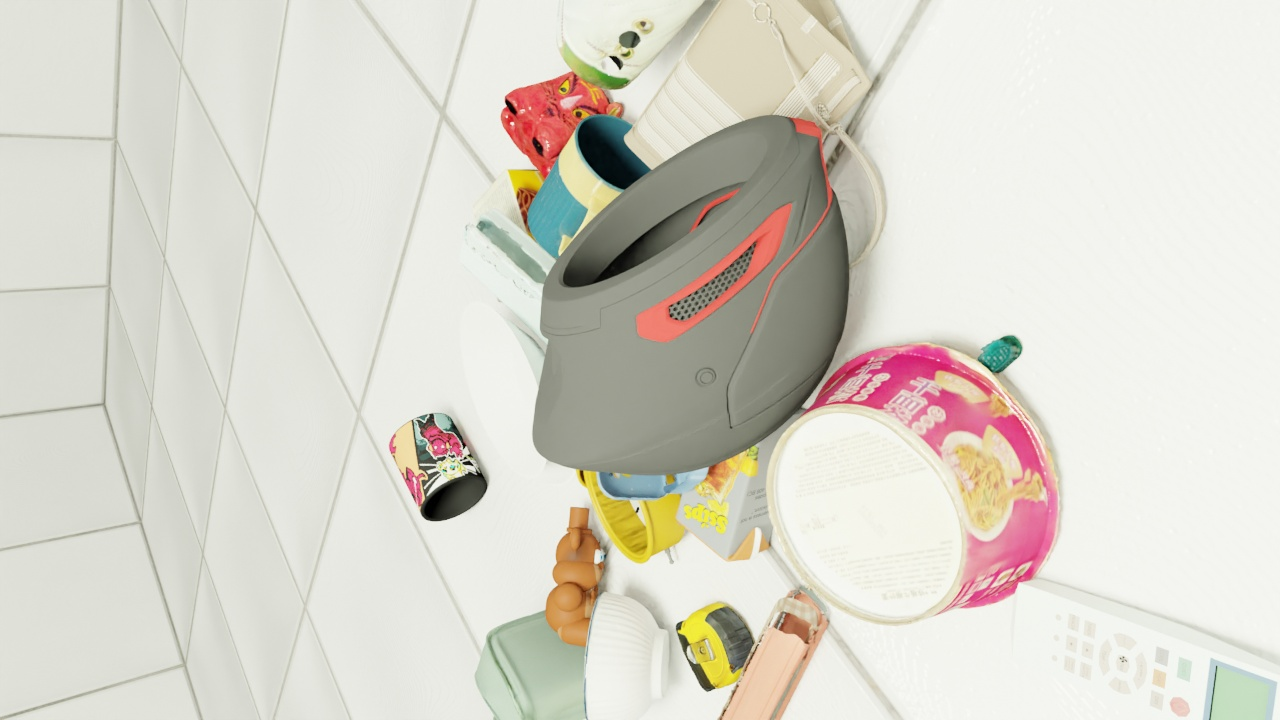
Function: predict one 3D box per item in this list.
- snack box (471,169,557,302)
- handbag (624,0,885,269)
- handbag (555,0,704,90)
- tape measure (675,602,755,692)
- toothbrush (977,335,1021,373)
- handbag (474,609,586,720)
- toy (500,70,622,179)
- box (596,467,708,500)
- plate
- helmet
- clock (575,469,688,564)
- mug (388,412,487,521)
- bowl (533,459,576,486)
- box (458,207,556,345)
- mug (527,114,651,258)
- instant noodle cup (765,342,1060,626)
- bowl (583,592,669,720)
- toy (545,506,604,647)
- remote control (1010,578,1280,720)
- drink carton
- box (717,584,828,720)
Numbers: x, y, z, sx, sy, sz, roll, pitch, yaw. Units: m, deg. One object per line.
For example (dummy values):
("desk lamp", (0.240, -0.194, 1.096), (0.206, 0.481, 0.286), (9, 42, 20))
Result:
("snack box", (-0.109, -0.120, 0.888), (0.084, 0.061, 0.105), (-32, 72, 49))
("handbag", (0.099, -0.148, 0.648), (0.198, 0.062, 0.176), (58, 136, 15))
("handbag", (0.022, -0.299, 0.641), (0.199, 0.096, 0.141), (-33, 45, 52))
("tape measure", (0.062, 0.237, 0.761), (0.064, 0.037, 0.065), (-42, 65, 47))
("toothbrush", (0.178, 0.048, 0.601), (0.016, 0.017, 0.190), (57, 135, 24))
("handbag", (-0.091, 0.308, 0.895), (0.106, 0.121, 0.067), (49, 131, 34))
("toy", (-0.070, -0.216, 0.841), (0.088, 0.094, 0.133), (55, 169, -10))
("box", (0.001, 0.002, 0.727), (0.074, 0.077, 0.208), (132, 136, -55))
("plate", (-0.116, 0.024, 0.870), (0.174, 0.036, 0.174), (37, 137, 44))
("helmet", (0.036, -0.020, 0.606), (0.170, 0.265, 0.164), (52, -174, -28))
("clock", (-0.013, 0.106, 0.806), (0.152, 0.052, 0.114), (56, 152, 26))
("mug", (-0.237, 0.135, 1.087), (0.098, 0.081, 0.118), (54, 161, 30))
("bowl", (-0.109, 0.078, 0.939), (0.110, 0.040, 0.110), (12, 106, 49))
("box", (-0.079, -0.047, 0.815), (0.199, 0.066, 0.083), (42, 165, 4))
("mug", (-0.044, -0.132, 0.775), (0.108, 0.083, 0.113), (-44, 27, 46))
("instant noodle cup", (0.154, 0.086, 0.569), (0.179, 0.077, 0.179), (19, 117, 42))
("bowl", (-0.008, 0.268, 0.816), (0.062, 0.118, 0.118), (1, 100, 9))
("toy", (-0.056, 0.207, 0.888), (0.095, 0.065, 0.127), (72, -157, -82))
("remote control", (0.272, 0.163, 0.500), (0.143, 0.024, 0.049), (13, 107, 51))
("drink carton", (0.076, 0.084, 0.708), (0.076, 0.048, 0.125), (35, 122, 42))
("box", (0.104, 0.256, 0.725), (0.058, 0.062, 0.189), (29, 119, 15))
